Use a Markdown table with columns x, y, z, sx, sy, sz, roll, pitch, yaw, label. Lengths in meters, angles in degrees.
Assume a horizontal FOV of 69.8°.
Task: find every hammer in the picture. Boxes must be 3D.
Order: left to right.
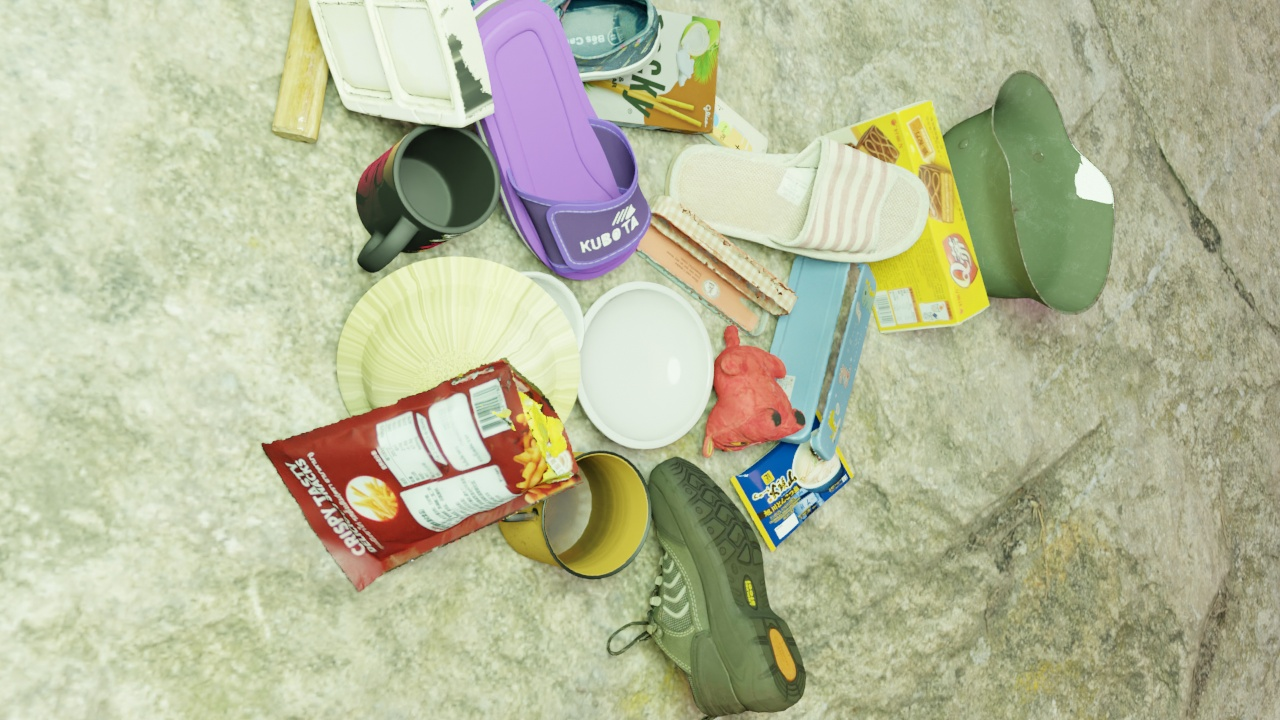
| x | y | z | sx | sy | sz | roll | pitch | yaw | label |
| --- | --- | --- | --- | --- | --- | --- | --- | --- | --- |
| -0.234 | -0.330 | 0.703 | 0.132 | 0.033 | 0.330 | 10 | 86 | -17 | hammer |

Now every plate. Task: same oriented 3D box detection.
| x | y | z | sx | sy | sz | roll | pitch | yaw | label |
| --- | --- | --- | --- | --- | --- | --- | --- | --- | --- |
| -0.137 | 0.016 | 0.694 | 0.184 | 0.036 | 0.185 | -3 | 114 | -6 | plate |

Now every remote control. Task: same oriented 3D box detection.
| x | y | z | sx | sy | sz | roll | pitch | yaw | label |
| --- | --- | --- | --- | --- | --- | --- | --- | --- | --- |
| 0.080 | -0.235 | 0.914 | 0.125 | 0.018 | 0.038 | 30 | 72 | -29 | remote control |

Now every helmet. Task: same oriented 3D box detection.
| x | y | z | sx | sy | sz | roll | pitch | yaw | label |
| --- | --- | --- | --- | --- | --- | --- | --- | --- | --- |
| 0.404 | -0.180 | 1.033 | 0.226 | 0.154 | 0.268 | -4 | 91 | -39 | helmet |

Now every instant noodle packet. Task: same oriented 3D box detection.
| x | y | z | sx | sy | sz | roll | pitch | yaw | label |
| --- | --- | --- | --- | --- | --- | --- | --- | --- | --- |
| 0.158 | 0.120 | 0.939 | 0.134 | 0.026 | 0.087 | -35 | 101 | -28 | instant noodle packet |

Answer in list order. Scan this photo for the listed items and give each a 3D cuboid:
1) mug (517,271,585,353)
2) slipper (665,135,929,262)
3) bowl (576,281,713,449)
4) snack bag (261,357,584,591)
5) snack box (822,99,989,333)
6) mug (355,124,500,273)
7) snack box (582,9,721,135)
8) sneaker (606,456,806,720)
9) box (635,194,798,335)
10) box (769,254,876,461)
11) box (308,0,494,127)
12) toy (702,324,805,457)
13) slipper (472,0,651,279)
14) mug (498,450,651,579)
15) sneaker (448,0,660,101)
| x | y | z | sx | sy | sz | roll | pitch | yaw | label |
| --- | --- | --- | --- | --- | --- | --- | --- | --- | --- |
| -0.109 | -0.026 | 0.754 | 0.115 | 0.068 | 0.094 | 5 | 85 | -32 | mug |
| 0.156 | -0.157 | 0.882 | 0.263 | 0.052 | 0.115 | 6 | 99 | -9 | slipper |
| -0.005 | 0.005 | 0.833 | 0.149 | 0.043 | 0.149 | 2 | 86 | -33 | bowl |
| -0.159 | 0.084 | 0.669 | 0.208 | 0.066 | 0.139 | -24 | 114 | 11 | snack bag |
| 0.283 | -0.149 | 0.982 | 0.061 | 0.110 | 0.230 | -25 | 101 | -32 | snack box |
| -0.174 | -0.116 | 0.700 | 0.082 | 0.098 | 0.117 | 41 | 68 | -24 | mug |
| -0.018 | -0.264 | 0.823 | 0.185 | 0.032 | 0.101 | -1 | 99 | -27 | snack box |
| 0.043 | 0.217 | 0.832 | 0.101 | 0.143 | 0.237 | 16 | 45 | -51 | sneaker |
| 0.068 | -0.088 | 0.879 | 0.187 | 0.056 | 0.071 | 33 | 103 | -25 | box |
| 0.180 | -0.007 | 0.944 | 0.085 | 0.073 | 0.208 | 39 | 63 | -51 | box |
| -0.183 | -0.245 | 0.615 | 0.057 | 0.144 | 0.188 | -49 | 137 | -31 | box |
| 0.086 | 0.028 | 0.881 | 0.088 | 0.094 | 0.132 | 12 | 53 | -43 | toy |
| -0.051 | -0.149 | 0.716 | 0.107 | 0.084 | 0.267 | -39 | 139 | -13 | slipper |
| -0.068 | 0.123 | 0.756 | 0.123 | 0.094 | 0.100 | 2 | 87 | -34 | mug |
| -0.095 | -0.254 | 0.726 | 0.235 | 0.079 | 0.087 | -6 | 99 | -8 | sneaker |
